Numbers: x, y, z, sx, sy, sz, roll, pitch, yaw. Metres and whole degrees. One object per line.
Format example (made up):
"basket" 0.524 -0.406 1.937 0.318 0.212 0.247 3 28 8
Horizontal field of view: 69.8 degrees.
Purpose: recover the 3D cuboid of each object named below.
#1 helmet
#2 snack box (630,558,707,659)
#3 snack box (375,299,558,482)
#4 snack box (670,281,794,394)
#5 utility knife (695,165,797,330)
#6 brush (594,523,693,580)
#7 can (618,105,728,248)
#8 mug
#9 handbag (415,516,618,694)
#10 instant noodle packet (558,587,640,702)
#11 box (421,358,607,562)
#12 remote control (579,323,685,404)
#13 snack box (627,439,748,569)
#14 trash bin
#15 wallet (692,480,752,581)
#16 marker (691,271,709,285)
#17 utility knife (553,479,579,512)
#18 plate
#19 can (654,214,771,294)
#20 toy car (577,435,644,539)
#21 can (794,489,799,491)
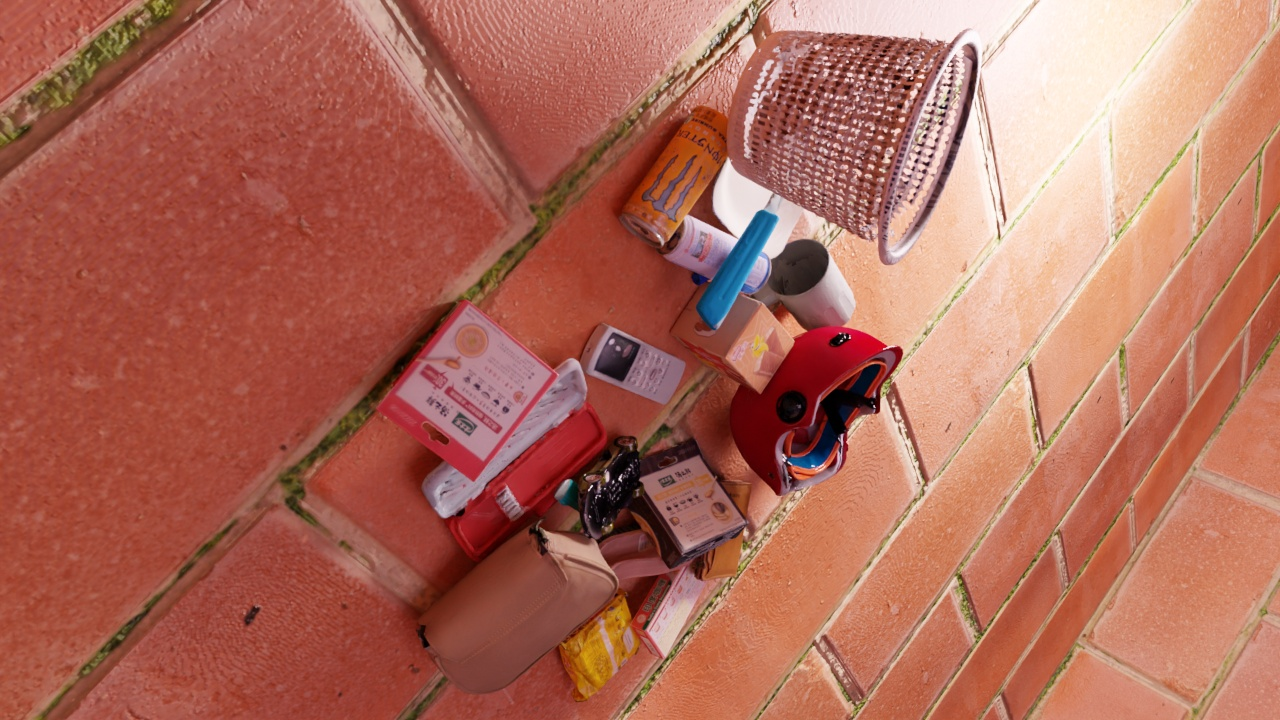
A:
"helmet" 0.203 0.044 1.144 0.206 0.144 0.240 -7 131 -51
"snack box" 0.047 0.302 1.197 0.155 0.027 0.077 -55 139 -29
"snack box" -0.159 0.027 0.844 0.113 0.044 0.127 41 79 -16
"snack box" 0.107 -0.027 1.068 0.077 0.093 0.094 -56 137 -7
"utility knife" 0.121 -0.128 0.992 0.034 0.018 0.208 34 81 -15
"brush" -0.003 0.233 1.108 0.145 0.073 0.063 -4 113 -41
"can" 0.041 -0.190 0.948 0.146 0.058 0.058 -55 137 -8
"mug" 0.198 -0.078 1.150 0.124 0.083 0.103 -36 139 11
"handbag" -0.133 0.254 0.968 0.204 0.099 0.148 -39 138 -1
"instant noodle packet" -0.052 0.353 1.143 0.110 0.044 0.128 -35 133 -29
"box" -0.124 0.101 0.946 0.200 0.050 0.161 -41 141 -20
"remote control" -0.006 0.006 1.029 0.150 0.021 0.058 23 93 -48
"snack box" 0.052 0.173 1.116 0.113 0.125 0.053 -16 149 -37
"trash bin" 0.201 -0.231 0.909 0.226 0.192 0.228 -45 149 -38
"wallet" 0.105 0.222 1.208 0.119 0.035 0.130 12 88 -62
"marker" 0.118 -0.121 1.087 0.145 0.017 0.017 -27 127 -32
"utility knife" -0.062 0.161 1.027 0.029 0.013 0.178 -65 157 -13
"plate" 0.142 -0.213 1.051 0.163 0.034 0.164 32 87 -47
"can" 0.080 -0.117 1.013 0.134 0.053 0.053 19 96 -37
"toy car" -0.035 0.137 1.012 0.157 0.042 0.070 -44 130 -61
"can" 0.221 0.125 1.271 0.093 0.066 0.066 -50 136 -13
